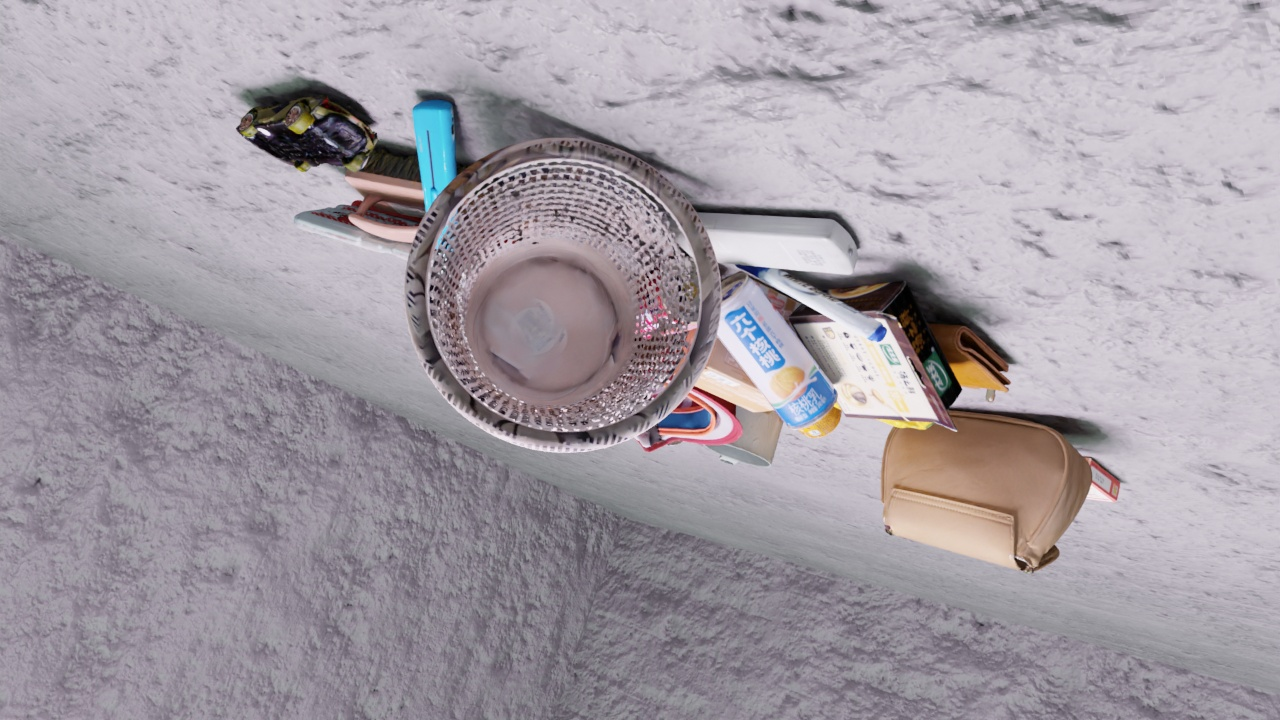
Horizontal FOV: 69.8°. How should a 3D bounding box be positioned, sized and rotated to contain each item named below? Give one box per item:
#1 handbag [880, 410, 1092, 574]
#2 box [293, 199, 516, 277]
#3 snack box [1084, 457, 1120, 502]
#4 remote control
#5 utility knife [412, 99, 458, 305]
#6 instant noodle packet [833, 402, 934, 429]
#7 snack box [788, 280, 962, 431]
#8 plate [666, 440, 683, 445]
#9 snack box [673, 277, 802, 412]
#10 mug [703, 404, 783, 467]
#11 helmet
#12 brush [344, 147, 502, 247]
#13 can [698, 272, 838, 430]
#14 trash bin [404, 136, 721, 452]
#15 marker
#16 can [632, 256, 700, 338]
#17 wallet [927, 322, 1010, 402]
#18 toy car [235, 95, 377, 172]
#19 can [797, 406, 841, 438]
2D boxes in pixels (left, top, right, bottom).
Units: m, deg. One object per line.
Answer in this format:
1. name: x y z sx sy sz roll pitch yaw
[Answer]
1. handbag: 0.348 0.131 0.942 0.099 0.147 0.205 32 166 -35
2. box: -0.214 -0.119 0.903 0.201 0.050 0.160 17 -170 16
3. snack box: 0.448 0.128 1.042 0.077 0.027 0.156 30 162 -35
4. remote control: 0.092 -0.093 0.709 0.150 0.021 0.058 10 163 36
5. utility knife: -0.164 -0.121 0.761 0.034 0.018 0.209 20 137 14
6. instant noodle packet: 0.232 0.037 0.918 0.111 0.044 0.128 13 -178 3
7. snack box: 0.198 -0.003 0.753 0.126 0.053 0.113 -1 127 56
8. plate: 0.003 0.032 1.128 0.164 0.163 0.034 21 123 14
9. snack box: 0.099 -0.013 0.848 0.092 0.094 0.077 24 165 -17
10. mug: 0.127 0.068 1.100 0.083 0.103 0.124 20 167 0
11. helmet: -0.006 0.006 0.978 0.240 0.143 0.207 3 157 11
12. brush: -0.189 -0.139 0.817 0.146 0.073 0.063 13 164 18
13. can: 0.107 -0.008 0.770 0.134 0.053 0.053 51 156 -17
14. trash bin: -0.067 -0.041 0.741 0.227 0.227 0.192 22 172 -7
15. marker: 0.131 -0.052 0.722 0.146 0.017 0.017 35 177 36
16. can: 0.027 -0.057 0.841 0.066 0.066 0.094 24 166 -18
17. wallet: 0.251 -0.005 0.814 0.119 0.035 0.131 35 163 -37
18. toy car: -0.293 -0.198 0.798 0.158 0.042 0.070 7 161 39
19. can: 0.170 0.036 1.013 0.058 0.058 0.146 9 162 38
